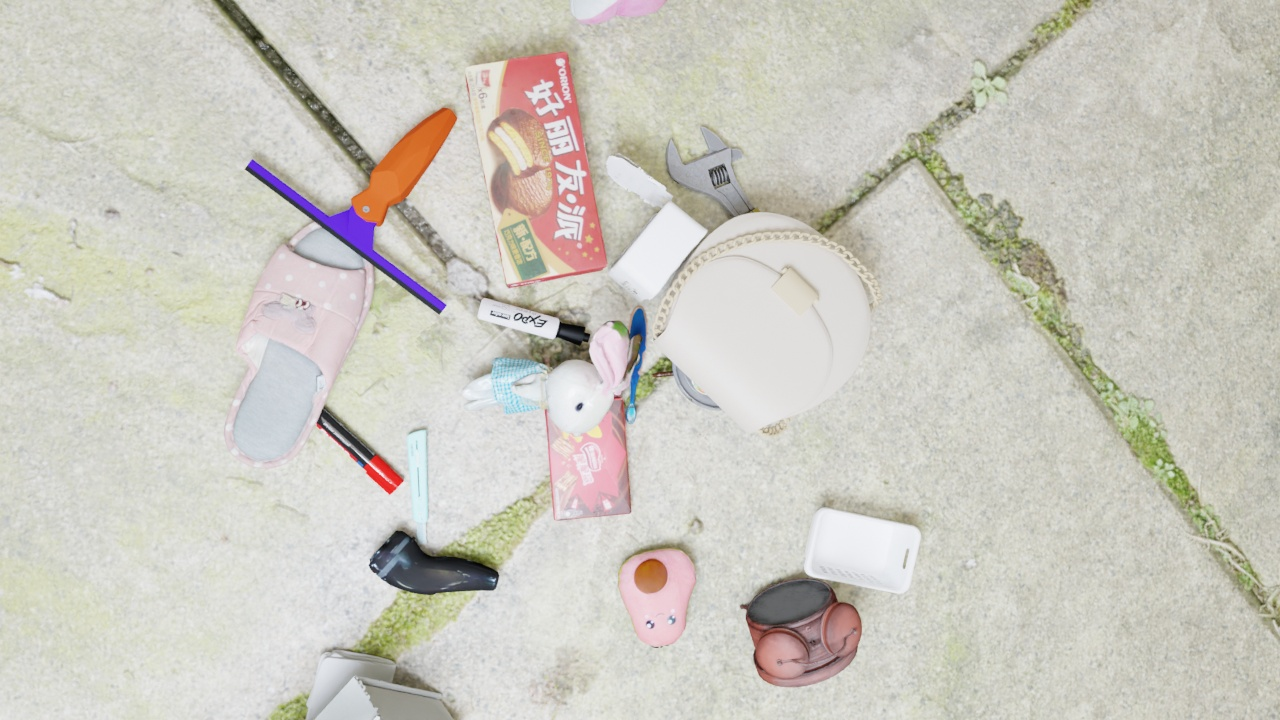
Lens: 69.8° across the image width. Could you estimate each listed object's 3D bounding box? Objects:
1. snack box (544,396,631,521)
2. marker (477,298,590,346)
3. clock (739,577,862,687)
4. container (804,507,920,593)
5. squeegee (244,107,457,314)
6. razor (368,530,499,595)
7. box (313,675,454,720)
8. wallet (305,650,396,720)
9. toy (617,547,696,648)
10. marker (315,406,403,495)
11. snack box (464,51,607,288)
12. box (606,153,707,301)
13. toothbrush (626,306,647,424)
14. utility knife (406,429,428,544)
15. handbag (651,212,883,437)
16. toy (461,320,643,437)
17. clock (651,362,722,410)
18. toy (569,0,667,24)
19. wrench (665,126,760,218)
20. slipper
[{"bbox_3d":[-0.059,0.111,1.039,0.089,0.021,0.133,-5,93,-7],"label":"snack box"},{"bbox_3d":[-0.118,-0.042,1.023,0.126,0.025,0.025,15,90,-9],"label":"marker"},{"bbox_3d":[0.179,0.302,1.014,0.120,0.158,0.072,-21,101,-7],"label":"clock"},{"bbox_3d":[0.253,0.218,1.074,0.129,0.049,0.080,13,90,-9],"label":"container"},{"bbox_3d":[-0.259,-0.199,0.982,0.249,0.055,0.184,37,76,-8],"label":"squeegee"},{"bbox_3d":[-0.225,0.225,1.007,0.140,0.053,0.063,10,82,-11],"label":"razor"},{"bbox_3d":[-0.277,0.417,0.847,0.150,0.369,0.167,42,86,-5],"label":"box"},{"bbox_3d":[-0.324,0.380,1.010,0.086,0.032,0.116,19,88,-19],"label":"wallet"},{"bbox_3d":[0.022,0.270,1.042,0.090,0.051,0.110,-9,94,-7],"label":"toy"},{"bbox_3d":[-0.319,0.090,1.002,0.145,0.021,0.024,44,114,-8],"label":"marker"},{"bbox_3d":[-0.113,-0.204,0.998,0.113,0.060,0.236,-11,94,-9],"label":"snack box"},{"bbox_3d":[-0.006,-0.152,0.993,0.137,0.109,0.124,39,84,-9],"label":"box"},{"bbox_3d":[-0.006,0.006,1.045,0.021,0.017,0.135,4,92,-7],"label":"toothbrush"},{"bbox_3d":[-0.246,0.141,1.019,0.022,0.015,0.129,-3,96,-10],"label":"utility knife"},{"bbox_3d":[0.132,-0.044,0.987,0.210,0.103,0.208,44,75,-3],"label":"handbag"},{"bbox_3d":[-0.095,0.033,0.978,0.205,0.131,0.105,-14,77,9],"label":"toy"},{"bbox_3d":[0.097,0.010,1.040,0.148,0.056,0.104,23,85,-7],"label":"clock"},{"bbox_3d":[0.026,-0.466,0.982,0.127,0.186,0.266,18,116,-45],"label":"toy"},{"bbox_3d":[0.128,-0.151,1.056,0.083,0.018,0.273,-37,97,-5],"label":"wrench"},{"bbox_3d":[-0.360,-0.020,0.962,0.114,0.054,0.274,17,82,-7],"label":"slipper"}]
